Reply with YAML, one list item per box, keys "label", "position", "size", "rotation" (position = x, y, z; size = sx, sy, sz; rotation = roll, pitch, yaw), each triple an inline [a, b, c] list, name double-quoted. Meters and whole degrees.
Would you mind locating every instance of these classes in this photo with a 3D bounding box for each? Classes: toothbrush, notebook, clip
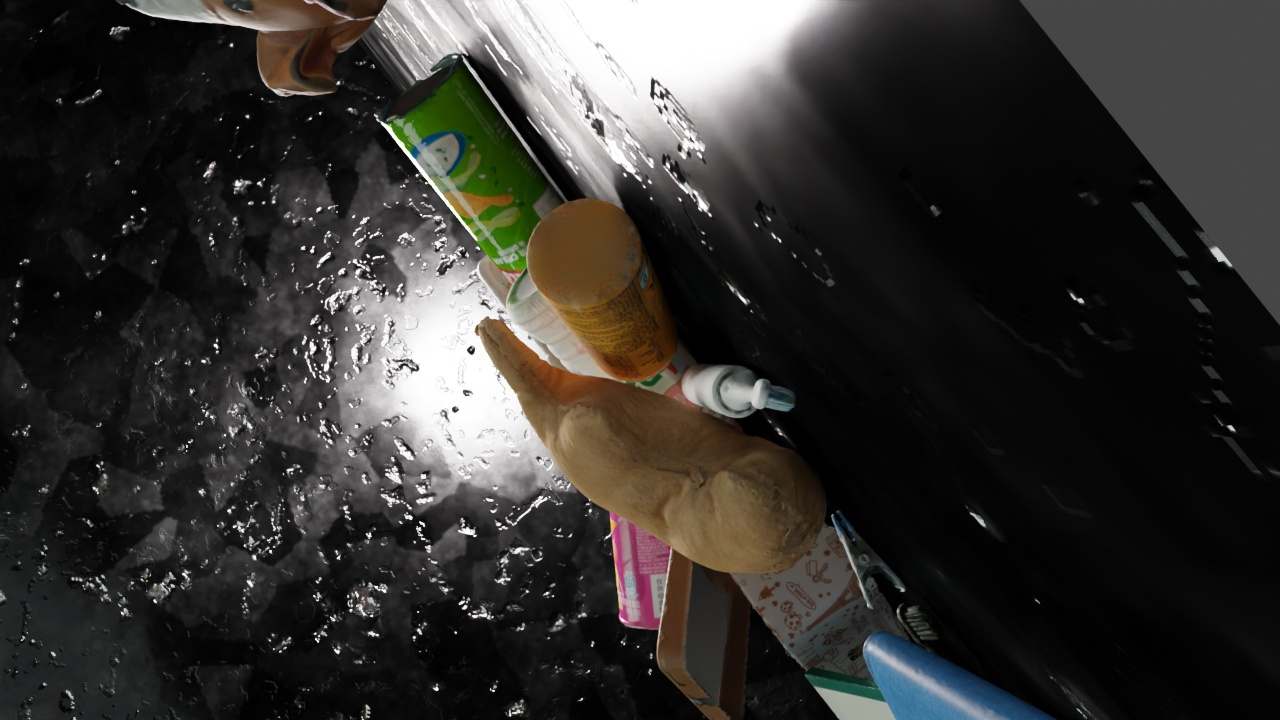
- label: "toothbrush"
  position: [0.045, 0.015, 0.472]
  size: [0.026, 0.026, 0.221]
  rotation: [13, 179, -4]
- label: "toothbrush"
  position: [0.203, 0.212, 0.508]
  size: [0.027, 0.026, 0.212]
  rotation: [-18, 113, 52]
- label: "notebook"
  position: [0.192, 0.248, 0.533]
  size: [0.150, 0.012, 0.210]
  rotation: [52, 157, -2]
- label: "clip"
  position: [0.125, 0.114, 0.526]
  size: [0.056, 0.028, 0.024]
  rotation: [61, -179, 29]

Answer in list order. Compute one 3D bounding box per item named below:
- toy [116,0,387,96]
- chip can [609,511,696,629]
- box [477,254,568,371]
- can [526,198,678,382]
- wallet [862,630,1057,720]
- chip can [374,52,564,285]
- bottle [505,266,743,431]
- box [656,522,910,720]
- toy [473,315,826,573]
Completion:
- label: "toy"
  position: [-0.158, -0.180, 0.378]
  size: [0.140, 0.130, 0.200]
  rotation: [59, 165, -23]
- label: "chip can"
  position: [0.006, 0.102, 0.734]
  size: [0.071, 0.071, 0.210]
  rotation: [-146, 50, -82]
- label: "box"
  position: [-0.074, -0.044, 0.923]
  size: [0.201, 0.099, 0.095]
  rotation: [51, 178, -1]
- label: "can"
  position: [-0.016, -0.033, 0.510]
  size: [0.058, 0.058, 0.146]
  rotation: [50, 177, 20]
- label: "wallet"
  position: [0.167, 0.186, 0.421]
  size: [0.106, 0.040, 0.133]
  rotation: [58, 165, -12]
- label: "chip can"
  position: [-0.084, -0.098, 0.654]
  size: [0.236, 0.072, 0.072]
  rotation: [54, 177, -31]
- label: "bottle"
  position: [-0.004, 0.004, 0.641]
  size: [0.197, 0.068, 0.068]
  rotation: [43, -179, -25]
- label: "box"
  position: [0.083, 0.192, 0.700]
  size: [0.150, 0.168, 0.182]
  rotation: [48, 176, 41]
- label: "toy"
  position: [-0.002, 0.051, 0.529]
  size: [0.226, 0.082, 0.143]
  rotation: [26, 157, 15]
